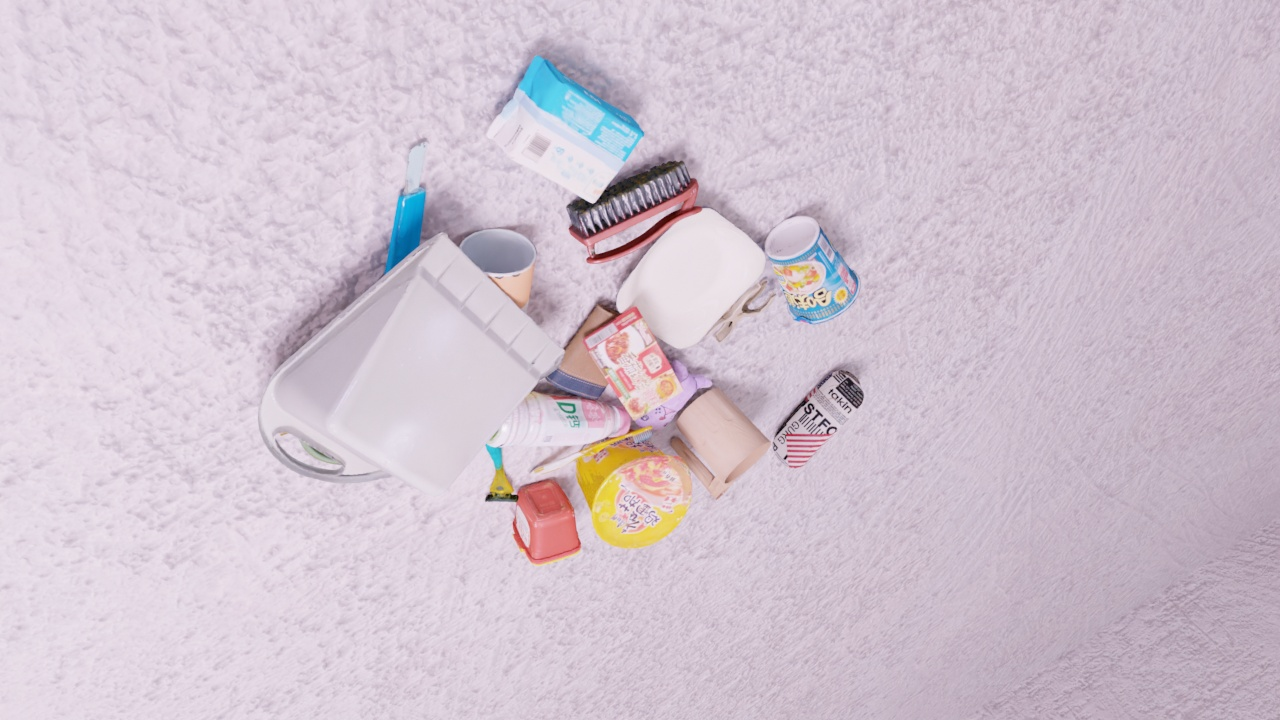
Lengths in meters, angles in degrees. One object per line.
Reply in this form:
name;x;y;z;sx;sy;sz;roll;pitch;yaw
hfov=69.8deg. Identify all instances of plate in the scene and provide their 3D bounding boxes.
plate;0.056;-0.101;1.086;0.164;0.034;0.163;-47;136;13

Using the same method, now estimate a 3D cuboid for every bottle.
bottle;-0.100;0.073;1.120;0.196;0.068;0.068;5;123;-39

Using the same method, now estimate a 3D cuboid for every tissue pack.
tissue pack;-0.070;-0.221;0.883;0.140;0.063;0.090;22;114;-41

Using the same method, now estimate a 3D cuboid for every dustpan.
dustpan;-0.247;0.023;0.930;0.257;0.143;0.222;-57;138;-14

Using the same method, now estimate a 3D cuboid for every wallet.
wallet;-0.053;-0.009;1.102;0.090;0.033;0.115;20;113;-44

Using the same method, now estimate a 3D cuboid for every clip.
clip;0.115;-0.071;1.153;0.105;0.034;0.083;-34;140;10

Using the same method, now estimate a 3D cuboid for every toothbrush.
toothbrush;-0.064;0.119;1.161;0.192;0.018;0.016;-23;171;25

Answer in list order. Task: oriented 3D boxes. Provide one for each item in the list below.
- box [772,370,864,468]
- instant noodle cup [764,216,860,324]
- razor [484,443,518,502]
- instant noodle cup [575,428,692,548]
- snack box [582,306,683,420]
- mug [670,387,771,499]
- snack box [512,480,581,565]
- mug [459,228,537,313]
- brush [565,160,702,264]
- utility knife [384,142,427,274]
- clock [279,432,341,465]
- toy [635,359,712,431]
box;0.265;0.085;1.362;0.163;0.076;0.087;-52;160;17
instant noodle cup;0.206;-0.115;1.130;0.099;0.099;0.110;-37;130;1
razor;-0.180;0.131;1.145;0.043;0.028;0.133;3;135;6
instant noodle cup;-0.016;0.159;1.197;0.138;0.110;0.138;-10;118;-20
snack box;-0.007;0.006;1.101;0.075;0.025;0.153;-31;138;0
mug;0.101;0.113;1.240;0.084;0.103;0.125;-21;152;-46
snack box;-0.126;0.212;1.208;0.082;0.091;0.080;-14;126;-22
mug;-0.151;-0.066;0.964;0.078;0.078;0.123;-13;137;-22
brush;-0.002;-0.158;0.978;0.145;0.063;0.069;-27;117;-10
utility knife;-0.230;-0.125;0.901;0.034;0.018;0.192;-11;132;-39
clock;-0.298;0.038;0.972;0.116;0.056;0.161;25;111;-43
toy;0.037;0.050;1.202;0.083;0.039;0.108;27;109;-43
